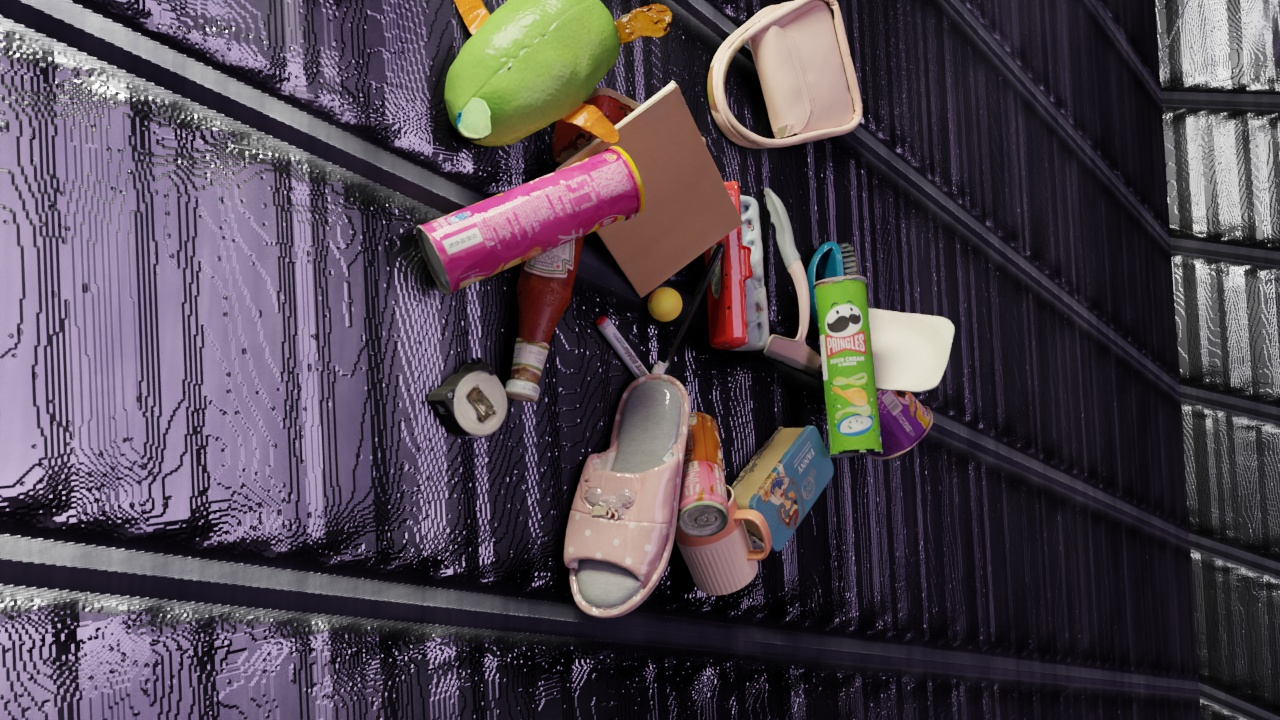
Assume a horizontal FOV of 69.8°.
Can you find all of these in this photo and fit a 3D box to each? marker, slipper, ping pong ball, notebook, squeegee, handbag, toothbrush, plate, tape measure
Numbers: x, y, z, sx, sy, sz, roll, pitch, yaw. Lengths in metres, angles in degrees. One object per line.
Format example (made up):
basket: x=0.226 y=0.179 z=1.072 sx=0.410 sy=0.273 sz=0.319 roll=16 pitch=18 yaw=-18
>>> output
marker: x=-0.006 y=0.006 z=1.047 sx=0.145 sy=0.017 sz=0.017 roll=54 pitch=54 yaw=-28
slipper: x=-0.011 y=0.135 z=0.974 sx=0.054 sy=0.114 sz=0.273 roll=55 pitch=47 yaw=-57
ping pong ball: x=0.029 y=-0.065 z=1.069 sx=0.040 sy=0.040 sz=0.040 roll=4 pitch=84 yaw=-44
notebook: x=0.017 y=-0.175 z=0.991 sx=0.149 sy=0.012 sz=0.211 roll=-36 pitch=137 yaw=0
squeegee: x=0.199 y=-0.115 z=1.214 sx=0.247 sy=0.040 sz=0.249 roll=14 pitch=66 yaw=-63
handbag: x=0.182 y=-0.370 z=1.224 sx=0.233 sy=0.093 sz=0.193 roll=-31 pitch=109 yaw=-32
toothbrush: x=0.056 y=-0.057 z=1.072 sx=0.018 sy=0.016 sz=0.181 roll=25 pitch=92 yaw=-31
plate: x=0.352 y=-0.007 z=1.299 sx=0.163 sy=0.164 sz=0.034 roll=-58 pitch=146 yaw=-39
tape measure: x=-0.161 y=0.041 z=0.882 sx=0.065 sy=0.034 sz=0.066 roll=-46 pitch=118 yaw=-34

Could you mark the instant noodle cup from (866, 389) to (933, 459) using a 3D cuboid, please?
instant noodle cup: x=0.350 y=0.071 z=1.335 sx=0.099 sy=0.112 sz=0.111 roll=50 pitch=55 yaw=-18

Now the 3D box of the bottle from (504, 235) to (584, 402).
bottle: x=-0.099 y=-0.060 z=0.932 sx=0.059 sy=0.060 sz=0.205 roll=23 pitch=71 yaw=-41

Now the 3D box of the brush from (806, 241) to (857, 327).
brush: x=0.270 y=-0.097 z=1.299 sx=0.073 sy=0.055 sz=0.144 roll=-5 pitch=88 yaw=-19

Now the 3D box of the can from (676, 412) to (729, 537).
can: x=0.065 y=0.125 z=1.034 sx=0.058 sy=0.058 sz=0.147 roll=46 pitch=25 yaw=-32

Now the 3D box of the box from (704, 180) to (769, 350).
box: x=0.128 y=-0.114 z=1.137 sx=0.098 sy=0.119 sz=0.201 roll=-3 pitch=88 yaw=-16

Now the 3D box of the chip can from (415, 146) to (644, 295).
chip can: x=-0.103 y=-0.135 z=0.875 sx=0.210 sy=0.071 sz=0.071 roll=-26 pitch=106 yaw=-18

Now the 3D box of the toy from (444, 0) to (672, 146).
toy: x=-0.098 y=-0.299 z=0.904 sx=0.227 sy=0.090 sz=0.246 roll=43 pitch=74 yaw=8

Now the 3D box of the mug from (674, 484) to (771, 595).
mug: x=0.098 y=0.207 z=1.068 sx=0.081 sy=0.115 sz=0.106 roll=-48 pitch=123 yaw=-52

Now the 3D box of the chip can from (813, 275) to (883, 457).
chip can: x=0.276 y=0.009 z=1.221 sx=0.072 sy=0.072 sz=0.236 roll=5 pitch=78 yaw=-44

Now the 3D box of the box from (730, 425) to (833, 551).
box: x=0.183 y=0.160 z=1.191 sx=0.183 sy=0.061 sz=0.090 roll=-46 pitch=118 yaw=-34

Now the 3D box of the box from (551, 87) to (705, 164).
box: x=-0.009 y=-0.225 z=1.008 sx=0.168 sy=0.091 sz=0.076 roll=14 pitch=75 yaw=-43
